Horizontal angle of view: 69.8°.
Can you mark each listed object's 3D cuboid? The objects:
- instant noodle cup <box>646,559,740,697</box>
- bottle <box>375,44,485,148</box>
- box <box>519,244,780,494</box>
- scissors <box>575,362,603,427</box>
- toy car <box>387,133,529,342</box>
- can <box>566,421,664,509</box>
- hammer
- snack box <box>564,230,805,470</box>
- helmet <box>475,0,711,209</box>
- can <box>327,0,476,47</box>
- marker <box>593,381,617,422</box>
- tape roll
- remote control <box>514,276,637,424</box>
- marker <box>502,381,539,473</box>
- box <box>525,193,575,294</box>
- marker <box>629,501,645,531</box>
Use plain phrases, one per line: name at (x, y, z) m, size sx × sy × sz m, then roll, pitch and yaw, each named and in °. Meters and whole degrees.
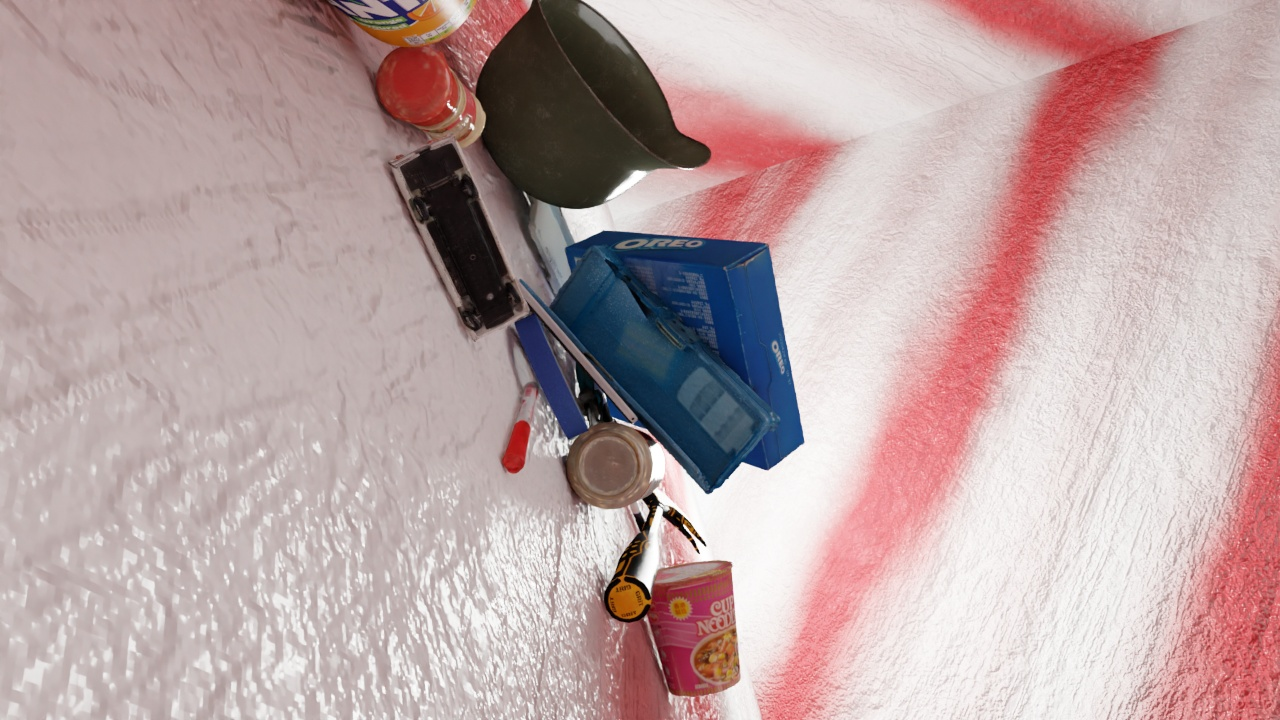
instant noodle cup at (0.051, 0.253, 0.867) m, size 0.097 × 0.098 × 0.108 m, roll 37°, pitch 42°, yaw -84°
bottle at (-0.122, -0.154, 0.547) m, size 0.109 × 0.044 × 0.044 m, roll -72°, pitch 143°, yaw -86°
box at (-0.006, 0.005, 0.768) m, size 0.231 × 0.094 × 0.102 m, roll 47°, pitch 24°, yaw 20°
scissors at (-0.050, 0.039, 0.924) m, size 0.153 × 0.019 × 0.128 m, roll 66°, pitch 6°, yaw -70°
toy car at (-0.100, -0.068, 0.508) m, size 0.039 × 0.039 × 0.113 m, roll 40°, pitch -25°, yaw 52°
can at (-0.017, 0.088, 0.771) m, size 0.170 × 0.067 × 0.067 m, roll 52°, pitch 20°, yaw -82°
hammer at (0.008, 0.165, 0.828) m, size 0.123 × 0.036 × 0.320 m, roll 41°, pitch 7°, yaw 0°
snack box at (0.037, -0.017, 0.867) m, size 0.239 × 0.056 × 0.196 m, roll 14°, pitch -54°, yaw 49°
helmet at (-0.063, -0.235, 0.861) m, size 0.227 × 0.154 × 0.267 m, roll 48°, pitch 30°, yaw -17°
can at (-0.124, -0.201, 0.422) m, size 0.142 × 0.079 × 0.079 m, roll -68°, pitch 139°, yaw -85°
marker at (-0.050, 0.030, 1.002) m, size 0.016 × 0.016 × 0.140 m, roll -99°, pitch 170°, yaw -71°
tape roll at (-0.065, 0.012, 0.669) m, size 0.091 × 0.016 × 0.093 m, roll 75°, pitch -10°, yaw -69°
remote control at (-0.053, -0.009, 0.710) m, size 0.146 × 0.008 × 0.045 m, roll 48°, pitch -3°, yaw 13°
marker at (-0.074, 0.038, 0.576) m, size 0.142 × 0.013 × 0.013 m, roll -98°, pitch 170°, yaw -74°
box at (-0.094, -0.133, 1.001) m, size 0.197 × 0.049 × 0.136 m, roll 67°, pitch 7°, yaw -56°
marker at (-0.015, 0.139, 1.023) m, size 0.011 × 0.011 × 0.152 m, roll -100°, pitch 172°, yaw -67°
